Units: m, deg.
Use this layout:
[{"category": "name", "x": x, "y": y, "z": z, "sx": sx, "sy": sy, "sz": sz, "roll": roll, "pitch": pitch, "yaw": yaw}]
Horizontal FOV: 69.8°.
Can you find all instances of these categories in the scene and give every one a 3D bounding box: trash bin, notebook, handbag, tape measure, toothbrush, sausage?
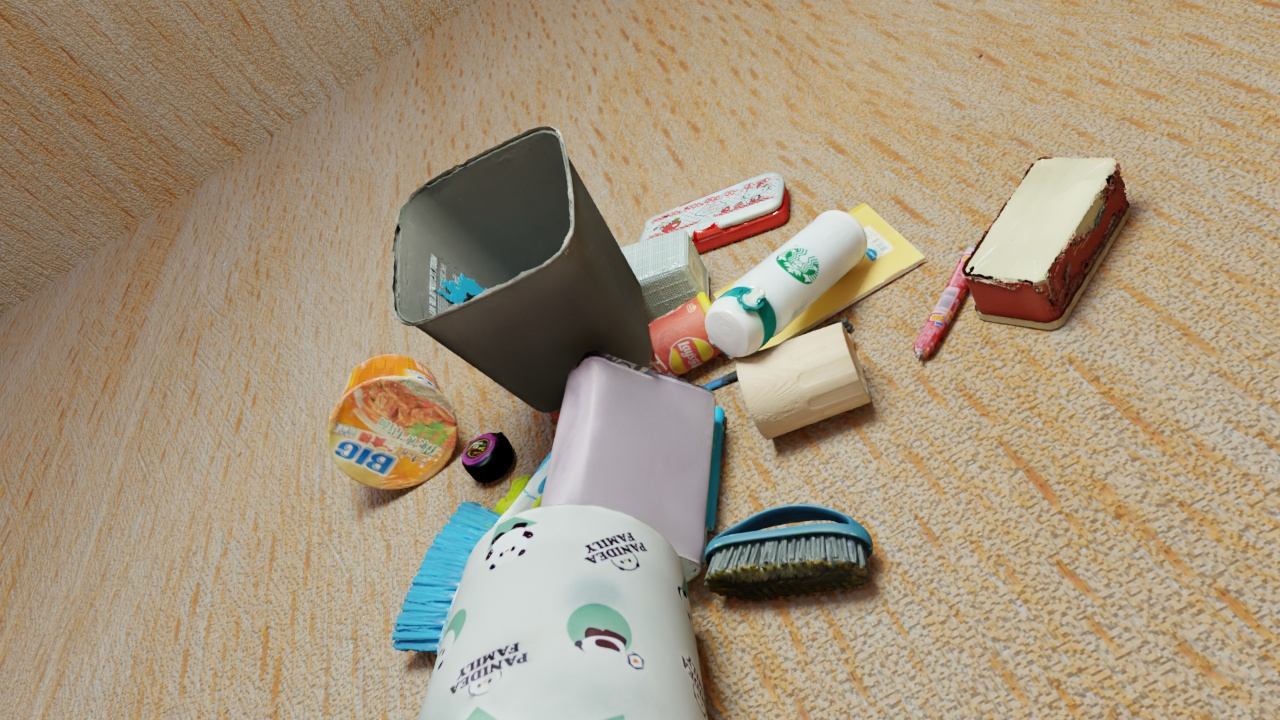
[{"category": "trash bin", "x": -0.109, "y": -0.076, "z": 0.934, "sx": 0.199, "sy": 0.220, "sz": 0.198, "roll": -22, "pitch": 50, "yaw": 15}, {"category": "trash bin", "x": -0.052, "y": 0.255, "z": 0.654, "sx": 0.230, "sy": 0.229, "sz": 0.251, "roll": -23, "pitch": 32, "yaw": 16}, {"category": "notebook", "x": 0.190, "y": -0.091, "z": 1.016, "sx": 0.206, "sy": 0.010, "sz": 0.145, "roll": -32, "pitch": 36, "yaw": 5}, {"category": "handbag", "x": -0.015, "y": 0.100, "z": 0.840, "sx": 0.099, "sy": 0.145, "sz": 0.196, "roll": -44, "pitch": 26, "yaw": 41}, {"category": "tape measure", "x": -0.175, "y": 0.113, "z": 1.056, "sx": 0.057, "sy": 0.039, "sz": 0.057, "roll": -19, "pitch": 34, "yaw": 21}, {"category": "toothbrush", "x": 0.131, "y": -0.001, "z": 0.958, "sx": 0.190, "sy": 0.016, "sz": 0.014, "roll": -24, "pitch": 32, "yaw": 17}, {"category": "sausage", "x": 0.298, "y": -0.058, "z": 0.884, "sx": 0.020, "sy": 0.020, "sz": 0.155, "roll": 9, "pitch": 55, "yaw": 44}]

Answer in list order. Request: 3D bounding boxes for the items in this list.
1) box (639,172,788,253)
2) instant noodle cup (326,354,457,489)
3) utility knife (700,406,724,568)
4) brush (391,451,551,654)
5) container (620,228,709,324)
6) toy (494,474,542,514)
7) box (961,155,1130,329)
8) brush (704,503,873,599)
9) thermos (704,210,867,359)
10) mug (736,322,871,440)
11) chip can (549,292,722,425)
[{"category": "box", "x": 0.090, "y": -0.182, "z": 1.169, "sx": 0.202, "sy": 0.047, "sz": 0.086, "roll": -17, "pitch": 40, "yaw": 25}, {"category": "instant noodle cup", "x": -0.305, "y": 0.067, "z": 1.131, "sx": 0.151, "sy": 0.151, "sz": 0.111, "roll": -35, "pitch": 28, "yaw": 0}, {"category": "utility knife", "x": 0.061, "y": 0.119, "z": 0.876, "sx": 0.034, "sy": 0.018, "sz": 0.185, "roll": -17, "pitch": 41, "yaw": 24}, {"category": "brush", "x": -0.138, "y": 0.158, "z": 0.927, "sx": 0.110, "sy": 0.060, "sz": 0.313, "roll": 9, "pitch": 67, "yaw": 36}, {"category": "container", "x": 0.018, "y": -0.092, "z": 1.091, "sx": 0.112, "sy": 0.090, "sz": 0.089, "roll": -18, "pitch": 39, "yaw": 17}, {"category": "toy", "x": -0.108, "y": 0.146, "z": 0.970, "sx": 0.100, "sy": 0.031, "sz": 0.096, "roll": 5, "pitch": 54, "yaw": 47}, {"category": "box", "x": 0.373, "y": -0.117, "z": 0.841, "sx": 0.091, "sy": 0.077, "sz": 0.168, "roll": 15, "pitch": 59, "yaw": 48}, {"category": "brush", "x": 0.121, "y": 0.154, "z": 0.756, "sx": 0.144, "sy": 0.055, "sz": 0.073, "roll": -13, "pitch": 43, "yaw": 28}, {"category": "thermos", "x": 0.145, "y": -0.078, "z": 0.905, "sx": 0.073, "sy": 0.073, "sz": 0.223, "roll": 4, "pitch": 31, "yaw": 42}, {"category": "mug", "x": 0.157, "y": 0.013, "z": 0.879, "sx": 0.104, "sy": 0.084, "sz": 0.124, "roll": -21, "pitch": 12, "yaw": 17}, {"category": "chip can", "x": -0.006, "y": 0.006, "z": 1.014, "sx": 0.217, "sy": 0.073, "sz": 0.073, "roll": -29, "pitch": 36, "yaw": 11}]
